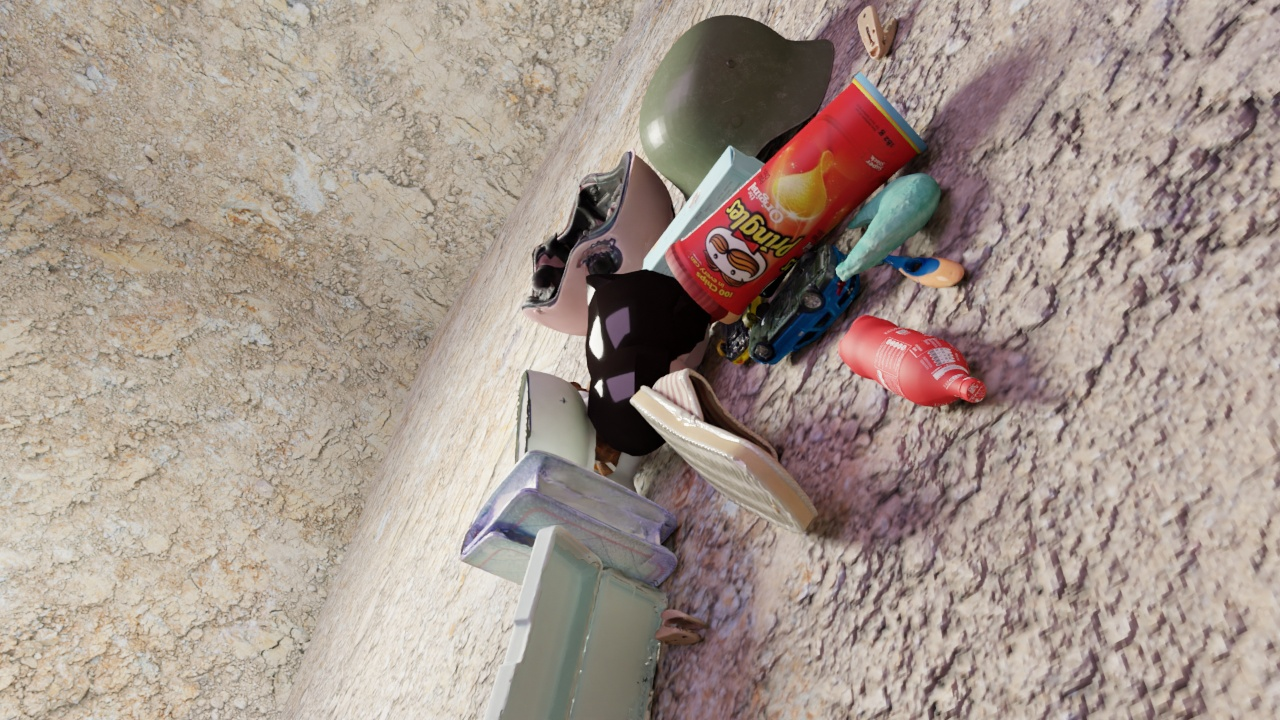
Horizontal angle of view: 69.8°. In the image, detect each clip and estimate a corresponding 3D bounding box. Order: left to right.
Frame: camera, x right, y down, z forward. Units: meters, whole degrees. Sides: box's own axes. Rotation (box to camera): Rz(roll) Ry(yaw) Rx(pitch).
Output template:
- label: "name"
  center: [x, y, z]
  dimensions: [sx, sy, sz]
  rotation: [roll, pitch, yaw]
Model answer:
- label: "clip"
  center: [0.026, 0.207, 0.701]
  dimensions: [0.049, 0.026, 0.061]
  rotation: [-60, 16, 10]
- label: "clip"
  center: [0.228, -0.318, 0.895]
  dimensions: [0.049, 0.061, 0.026]
  rotation: [-41, 4, -33]

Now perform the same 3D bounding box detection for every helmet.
- label: "helmet"
  center: [-0.039, -0.139, 1.185]
  dimensions: [0.256, 0.152, 0.229]
  rotation: [-55, 16, 17]
- label: "helmet"
  center: [0.085, -0.295, 1.066]
  dimensions: [0.227, 0.153, 0.267]
  rotation: [-19, 46, 65]

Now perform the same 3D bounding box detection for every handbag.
- label: "handbag"
  center: [-0.061, 0.162, 0.790]
  dimensions: [0.127, 0.158, 0.069]
  rotation: [-50, 23, 30]

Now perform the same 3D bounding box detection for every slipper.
- label: "slipper"
  center: [0.060, 0.059, 0.695]
  dimensions: [0.052, 0.115, 0.263]
  rotation: [-44, 17, -7]

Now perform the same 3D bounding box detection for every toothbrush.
- label: "toothbrush"
  center: [0.193, -0.068, 0.658]
  dimensions: [0.021, 0.017, 0.135]
  rotation: [-64, 20, 6]

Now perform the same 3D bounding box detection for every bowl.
- label: "bowl"
  center: [-0.086, 0.087, 0.910]
  dimensions: [0.153, 0.073, 0.153]
  rotation: [-176, 91, -79]

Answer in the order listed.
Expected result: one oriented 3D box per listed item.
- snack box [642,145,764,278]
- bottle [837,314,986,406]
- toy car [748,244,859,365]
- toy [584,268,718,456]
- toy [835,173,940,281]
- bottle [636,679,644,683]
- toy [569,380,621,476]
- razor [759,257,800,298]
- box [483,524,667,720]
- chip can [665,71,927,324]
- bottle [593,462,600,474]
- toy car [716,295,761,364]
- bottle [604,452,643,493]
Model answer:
- label: "snack box"
  center: [0.078, -0.138, 0.986]
  dimensions: [0.175, 0.075, 0.053]
  rotation: [-51, 21, 31]
- label: "bottle"
  center: [0.169, 0.002, 0.572]
  dimensions: [0.042, 0.042, 0.141]
  rotation: [-61, 18, 4]
- label: "toy car"
  center: [0.130, -0.040, 0.741]
  dimensions: [0.120, 0.043, 0.056]
  rotation: [-49, 21, 44]
- label: "toy"
  center: [-0.006, 0.005, 0.892]
  dimensions: [0.160, 0.140, 0.183]
  rotation: [-42, 27, 37]
- label: "toy"
  center: [0.185, -0.105, 0.684]
  dimensions: [0.085, 0.033, 0.105]
  rotation: [-37, 14, 33]
- label: "bottle"
  center: [-0.039, 0.270, 0.761]
  dimensions: [0.111, 0.043, 0.043]
  rotation: [-45, 24, 45]
- label: "toy"
  center: [-0.049, 0.068, 0.991]
  dimensions: [0.087, 0.067, 0.112]
  rotation: [-56, 44, 18]
- label: "razor"
  center: [0.132, -0.125, 0.829]
  dimensions: [0.141, 0.064, 0.053]
  rotation: [-64, -13, 13]
- label: "box"
  center: [-0.049, 0.236, 0.680]
  dimensions: [0.044, 0.136, 0.196]
  rotation: [-28, 36, 40]
- label: "chip can"
  center: [0.125, -0.130, 0.758]
  dimensions: [0.214, 0.087, 0.087]
  rotation: [-42, 24, 20]
- label: "bottle"
  center: [-0.044, 0.063, 1.054]
  dimensions: [0.181, 0.059, 0.059]
  rotation: [-63, 17, -3]
- label: "toy car"
  center: [0.096, -0.041, 0.862]
  dimensions: [0.049, 0.030, 0.106]
  rotation: [-51, 23, 36]
- label: "bottle"
  center: [-0.038, 0.165, 0.895]
  dimensions: [0.053, 0.052, 0.195]
  rotation: [-18, 47, 66]
